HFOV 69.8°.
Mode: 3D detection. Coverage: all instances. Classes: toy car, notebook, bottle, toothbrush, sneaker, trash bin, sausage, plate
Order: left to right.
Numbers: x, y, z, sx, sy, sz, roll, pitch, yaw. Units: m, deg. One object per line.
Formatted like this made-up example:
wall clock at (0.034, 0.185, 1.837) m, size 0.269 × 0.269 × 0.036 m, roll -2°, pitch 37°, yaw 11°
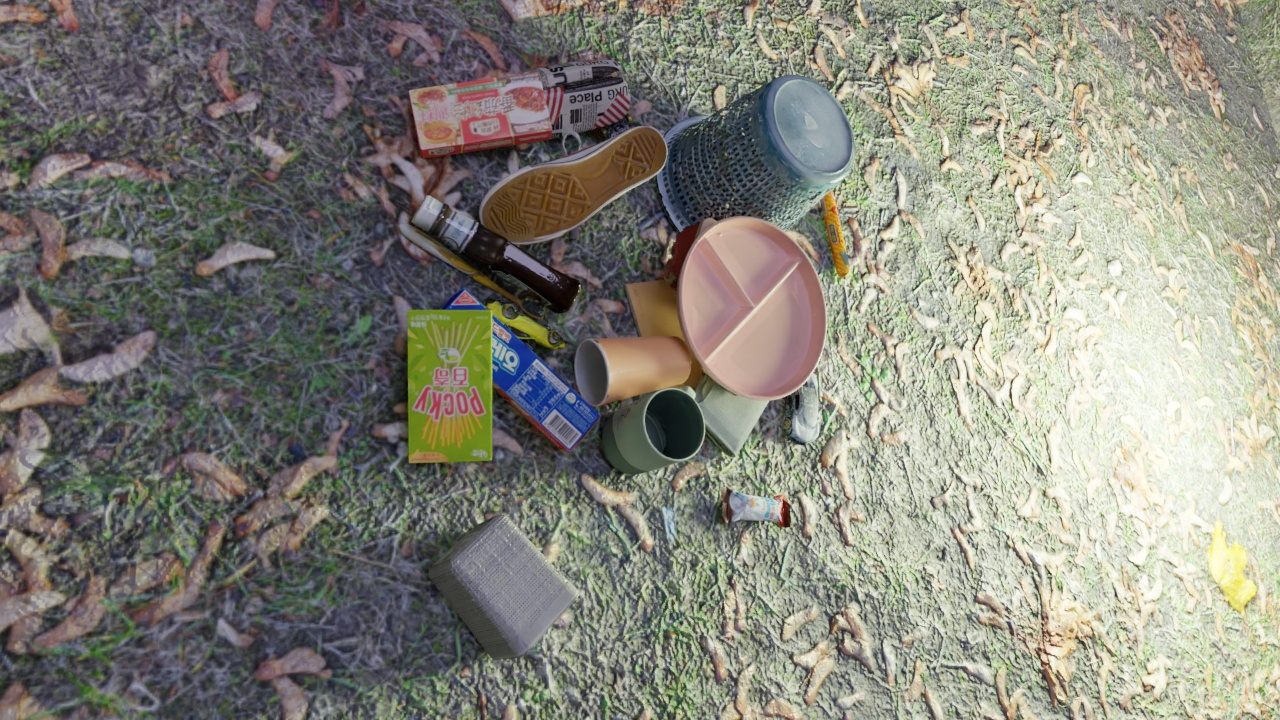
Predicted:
toothbrush at (-0.187, -0.100, 1.033) m, size 0.191 × 0.018 × 0.016 m, roll 33°, pitch 65°, yaw -19°
bottle at (-0.160, -0.117, 1.019) m, size 0.195 × 0.080 × 0.044 m, roll 31°, pitch 83°, yaw -19°
toy car at (-0.131, -0.037, 1.033) m, size 0.105 × 0.048 × 0.032 m, roll 29°, pitch 89°, yaw -22°
sneaker at (-0.083, -0.208, 1.095) m, size 0.240 × 0.088 × 0.118 m, roll -29°, pitch 103°, yaw -12°
toy car at (-0.053, -0.327, 1.184) m, size 0.049 × 0.031 × 0.106 m, roll -35°, pitch 91°, yaw -22°
notebook at (0.085, -0.039, 1.192) m, size 0.211 × 0.012 × 0.149 m, roll -10°, pitch 79°, yaw -35°
plate at (0.136, -0.063, 1.127) m, size 0.229 × 0.028 × 0.229 m, roll 6°, pitch 78°, yaw -31°
trash bin at (0.164, -0.260, 1.201) m, size 0.226 × 0.196 × 0.226 m, roll 11°, pitch 69°, yaw -30°
toy car at (0.217, 0.061, 1.230) m, size 0.049 × 0.031 × 0.105 m, roll 12°, pitch 69°, yaw -28°
sausage at (0.287, -0.198, 1.366) m, size 0.021 × 0.022 × 0.165 m, roll -2°, pitch 76°, yaw -33°

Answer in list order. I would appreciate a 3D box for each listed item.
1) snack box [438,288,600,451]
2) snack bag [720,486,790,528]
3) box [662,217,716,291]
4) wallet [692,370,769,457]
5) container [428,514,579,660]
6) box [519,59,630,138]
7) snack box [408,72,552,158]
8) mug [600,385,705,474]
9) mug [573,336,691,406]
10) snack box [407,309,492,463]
snack box at (-0.139, 0.011, 0.995) m, size 0.207 × 0.058 × 0.057 m, roll 44°, pitch 77°, yaw -13°
snack bag at (0.143, 0.184, 1.144) m, size 0.105 × 0.026 × 0.045 m, roll 10°, pitch 72°, yaw -27°
box at (0.114, -0.101, 1.184) m, size 0.168 × 0.079 × 0.091 m, roll 29°, pitch 67°, yaw -24°
wallet at (0.118, 0.039, 1.157) m, size 0.106 × 0.037 × 0.129 m, roll 47°, pitch 63°, yaw -23°
container at (-0.140, 0.223, 0.914) m, size 0.114 × 0.090 × 0.090 m, roll 51°, pitch 55°, yaw -5°
box at (-0.094, -0.321, 1.134) m, size 0.162 × 0.076 × 0.087 m, roll -17°, pitch 112°, yaw -21°
snack box at (-0.183, -0.283, 1.056) m, size 0.152 × 0.025 × 0.075 m, roll -11°, pitch 81°, yaw -11°
mug at (0.017, 0.074, 1.051) m, size 0.082 × 0.107 × 0.111 m, roll 45°, pitch 56°, yaw -11°
mug at (-0.006, 0.006, 1.073) m, size 0.122 × 0.078 × 0.078 m, roll -9°, pitch 79°, yaw -33°
snack box at (-0.194, 0.026, 0.938) m, size 0.085 × 0.026 × 0.156 m, roll 0°, pitch 95°, yaw -13°
